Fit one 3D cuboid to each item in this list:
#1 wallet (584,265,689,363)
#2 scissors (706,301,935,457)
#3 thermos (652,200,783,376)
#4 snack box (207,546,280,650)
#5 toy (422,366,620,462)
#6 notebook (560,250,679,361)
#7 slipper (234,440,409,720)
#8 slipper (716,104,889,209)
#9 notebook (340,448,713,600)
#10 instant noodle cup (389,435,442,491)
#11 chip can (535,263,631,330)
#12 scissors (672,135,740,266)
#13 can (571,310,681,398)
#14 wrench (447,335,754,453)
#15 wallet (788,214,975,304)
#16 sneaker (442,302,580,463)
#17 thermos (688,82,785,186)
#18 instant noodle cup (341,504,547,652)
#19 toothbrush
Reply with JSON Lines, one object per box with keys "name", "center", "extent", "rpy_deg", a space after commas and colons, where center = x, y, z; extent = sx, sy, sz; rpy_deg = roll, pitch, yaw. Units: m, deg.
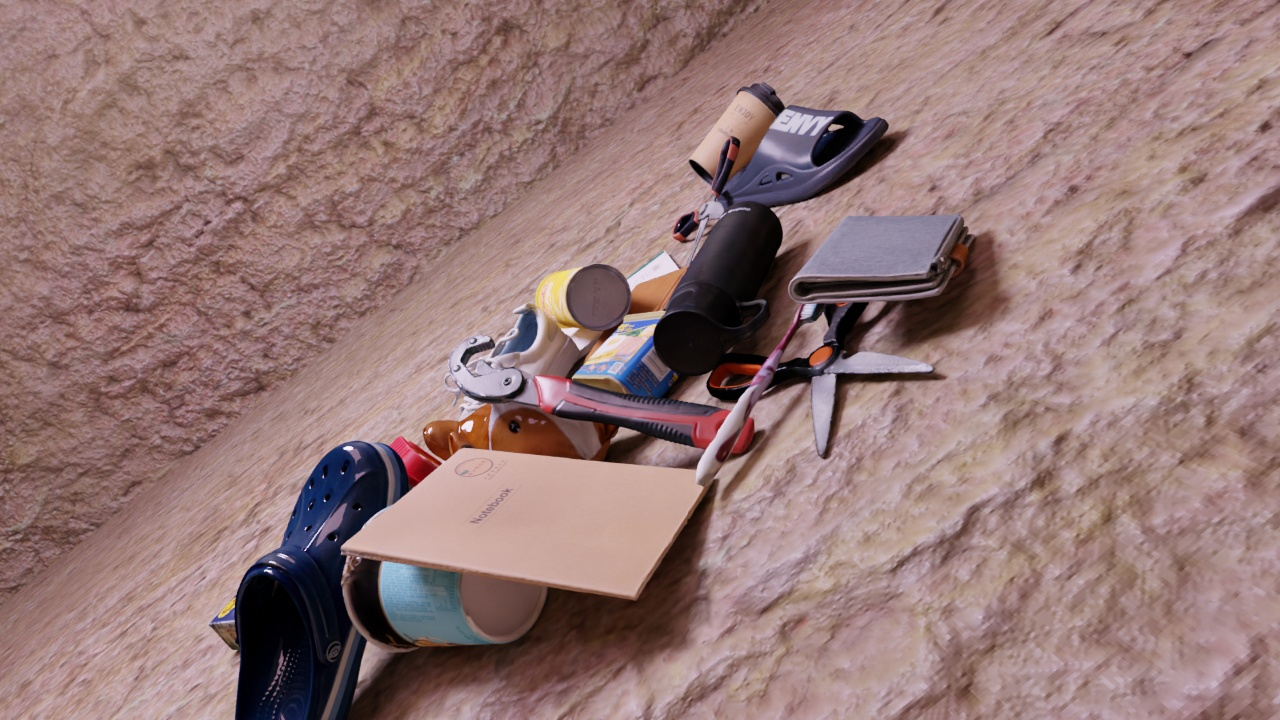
{"name": "wallet", "center": [0.006, -0.045, 0.971], "extent": [0.108, 0.031, 0.131], "rpy_deg": [-18, 31, 44]}
{"name": "scissors", "center": [0.128, -0.003, 0.669], "extent": [0.233, 0.021, 0.220], "rpy_deg": [-20, 31, 46]}
{"name": "thermos", "center": [0.084, -0.070, 0.816], "extent": [0.090, 0.068, 0.241], "rpy_deg": [-3, 28, 20]}
{"name": "snack box", "center": [-0.353, 0.224, 0.982], "extent": [0.183, 0.046, 0.177], "rpy_deg": [-19, 26, 44]}
{"name": "toy", "center": [-0.097, 0.058, 0.797], "extent": [0.139, 0.130, 0.200], "rpy_deg": [-41, 27, -27]}
{"name": "notebook", "center": [-0.042, -0.057, 1.122], "extent": [0.209, 0.012, 0.150], "rpy_deg": [-36, 18, 6]}
{"name": "slipper", "center": [-0.254, 0.176, 0.683], "extent": [0.105, 0.095, 0.252], "rpy_deg": [0, 69, 29]}
{"name": "slipper", "center": [0.162, -0.236, 1.061], "extent": [0.110, 0.083, 0.269], "rpy_deg": [-48, 19, -23]}
{"name": "notebook", "center": [-0.071, 0.102, 0.613], "extent": [0.208, 0.008, 0.147], "rpy_deg": [3, 22, 23]}
{"name": "instant noodle cup", "center": [-0.204, 0.147, 0.799], "extent": [0.124, 0.116, 0.116], "rpy_deg": [-53, 21, -9]}
{"name": "chip can", "center": [-0.067, -0.070, 1.027], "extent": [0.072, 0.072, 0.213], "rpy_deg": [-41, 12, -10]}
{"name": "scissors", "center": [0.083, -0.193, 1.124], "extent": [0.189, 0.015, 0.223], "rpy_deg": [-62, 13, 1]}
{"name": "can", "center": [-0.005, 0.005, 0.837], "extent": [0.083, 0.057, 0.102], "rpy_deg": [-48, 20, -20]}
{"name": "wrench", "center": [-0.041, 0.028, 0.703], "extent": [0.274, 0.016, 0.056], "rpy_deg": [14, 61, 28]}
{"name": "wallet", "center": [0.177, -0.071, 0.653], "extent": [0.107, 0.037, 0.129], "rpy_deg": [3, 27, 29]}
{"name": "sneaker", "center": [-0.149, 0.032, 0.965], "extent": [0.090, 0.091, 0.241], "rpy_deg": [-14, 33, 39]}
{"name": "thermos", "center": [0.137, -0.312, 1.287], "extent": [0.143, 0.093, 0.093], "rpy_deg": [-46, 19, -2]}
{"name": "instant noodle cup", "center": [-0.133, 0.156, 0.651], "extent": [0.121, 0.111, 0.111], "rpy_deg": [-8, 34, 43]}
{"name": "toothbrush", "center": [0.089, 0.016, 0.649], "extent": [0.017, 0.016, 0.187], "rpy_deg": [-1, 45, 47]}
